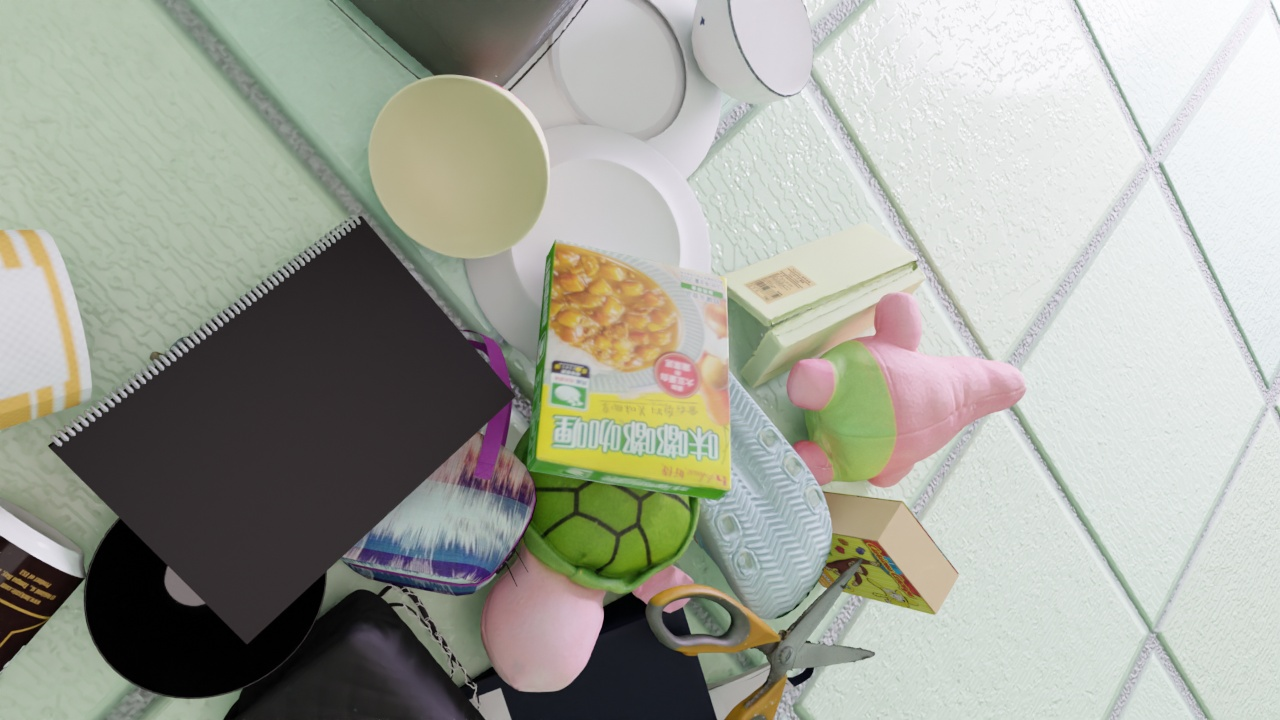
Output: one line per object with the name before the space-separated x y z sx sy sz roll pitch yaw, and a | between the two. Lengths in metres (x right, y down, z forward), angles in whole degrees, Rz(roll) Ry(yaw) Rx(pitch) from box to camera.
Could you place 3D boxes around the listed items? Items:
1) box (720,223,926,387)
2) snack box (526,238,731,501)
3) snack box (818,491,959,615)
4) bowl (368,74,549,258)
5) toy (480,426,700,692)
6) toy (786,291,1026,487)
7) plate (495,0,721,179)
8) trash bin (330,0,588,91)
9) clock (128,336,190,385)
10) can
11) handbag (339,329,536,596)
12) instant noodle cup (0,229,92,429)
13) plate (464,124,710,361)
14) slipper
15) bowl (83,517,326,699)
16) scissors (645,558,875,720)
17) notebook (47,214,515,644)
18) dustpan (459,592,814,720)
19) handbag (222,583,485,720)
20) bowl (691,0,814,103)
box | 0.158 -0.045 0.799 0.187 0.091 0.083 -21 134 -29
snack box | -0.004 0.004 0.620 0.132 0.027 0.167 11 59 -17
snack box | 0.181 0.154 0.756 0.088 0.126 0.040 49 65 -20
bowl | -0.111 -0.136 0.614 0.118 0.118 0.073 54 22 -18
toy | -0.035 0.109 0.634 0.190 0.088 0.237 34 76 -7
toy | 0.227 0.034 0.792 0.236 0.097 0.192 -10 117 -17
plate | -0.018 -0.229 0.714 0.208 0.015 0.208 1 88 -31
trash bin | -0.084 -0.304 0.547 0.197 0.220 0.197 41 69 -18
clock | -0.239 0.029 0.551 0.129 0.052 0.090 -5 91 -27
can | -0.353 0.137 0.464 0.072 0.072 0.128 44 68 -22
handbag | -0.130 0.060 0.600 0.144 0.068 0.169 10 67 1
instant noodle cup | -0.351 -0.010 0.450 0.120 0.124 0.123 -16 96 -38
plate | -0.033 -0.083 0.673 0.188 0.016 0.188 2 85 -18
slipper | 0.061 0.083 0.720 0.103 0.074 0.245 -32 88 -23
bowl | -0.253 0.127 0.536 0.124 0.053 0.124 1 87 -31
scissors | 0.084 0.215 0.666 0.225 0.016 0.225 -49 116 -17
notebook | -0.195 0.032 0.530 0.206 0.016 0.149 -44 103 -24
dustpan | 0.023 0.294 0.708 0.273 0.080 0.236 -18 98 -10
handbag | -0.174 0.230 0.577 0.125 0.114 0.154 -34 110 -3
bowl | 0.084 -0.261 0.742 0.113 0.063 0.113 9 77 -45
